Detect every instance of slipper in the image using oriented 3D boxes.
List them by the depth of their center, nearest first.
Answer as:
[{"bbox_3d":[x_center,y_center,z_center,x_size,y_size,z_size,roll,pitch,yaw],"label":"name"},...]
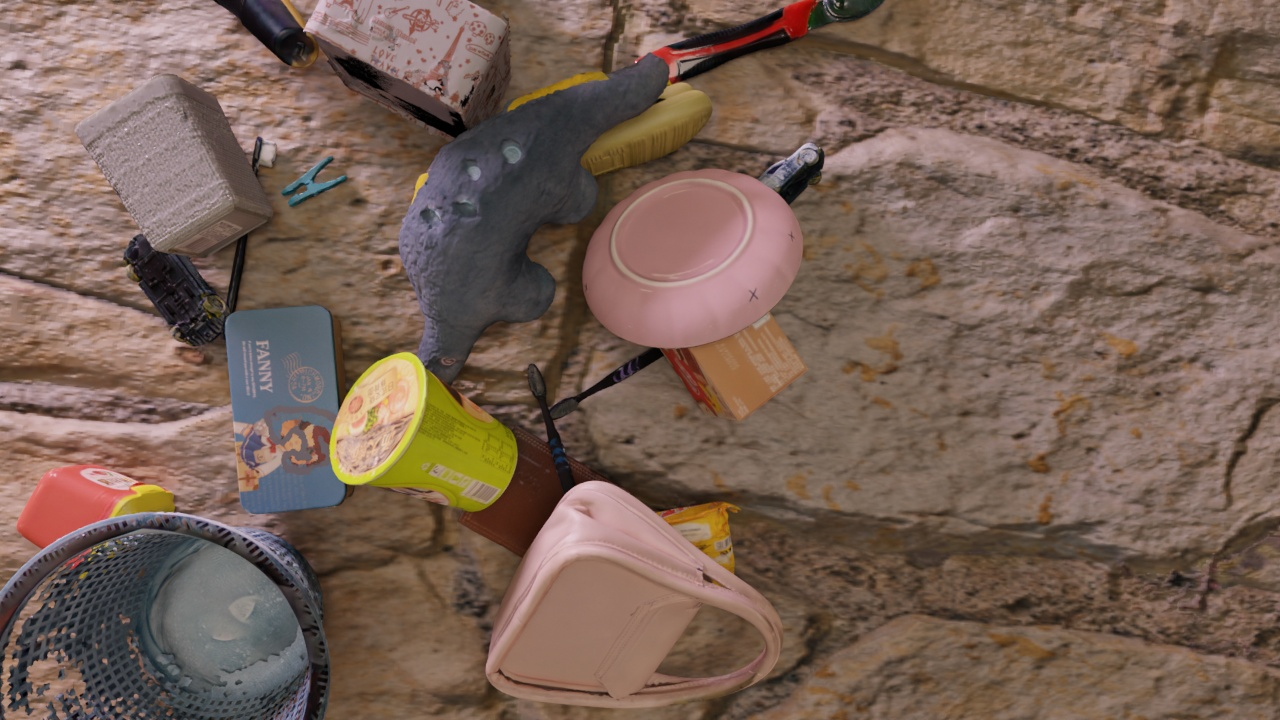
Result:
[{"bbox_3d":[-0.032,-0.208,0.798,0.190,0.091,0.081,-21,90,-4],"label":"slipper"}]

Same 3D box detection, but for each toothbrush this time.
[{"bbox_3d":[-0.339,-0.103,0.790,0.018,0.016,0.181,12,87,-17],"label":"toothbrush"},{"bbox_3d":[-0.068,0.092,0.801,0.014,0.016,0.189,-17,84,-9],"label":"toothbrush"},{"bbox_3d":[-0.005,0.005,0.836,0.189,0.017,0.014,-31,97,-9],"label":"toothbrush"}]

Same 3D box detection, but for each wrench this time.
[{"bbox_3d":[0.121,-0.313,0.855,0.273,0.016,0.056,-26,93,-7],"label":"wrench"}]

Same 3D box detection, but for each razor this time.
[{"bbox_3d":[-0.303,-0.286,0.742,0.167,0.067,0.062,47,118,32],"label":"razor"}]

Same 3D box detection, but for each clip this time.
[{"bbox_3d":[-0.285,-0.154,0.799,0.056,0.014,0.040,-35,94,-6],"label":"clip"}]

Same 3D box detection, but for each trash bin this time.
[{"bbox_3d":[-0.336,0.215,0.697,0.226,0.195,0.226,0,89,-9],"label":"trash bin"}]

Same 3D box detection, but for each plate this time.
[{"bbox_3d":[0.038,-0.097,0.771,0.193,0.039,0.192,-10,52,12],"label":"plate"}]

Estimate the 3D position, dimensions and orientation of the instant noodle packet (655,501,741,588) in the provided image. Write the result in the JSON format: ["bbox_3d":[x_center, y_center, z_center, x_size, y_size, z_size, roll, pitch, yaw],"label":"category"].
[{"bbox_3d":[0.027,0.176,0.815,0.128,0.044,0.111,-9,117,-7],"label":"instant noodle packet"}]

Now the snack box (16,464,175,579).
[{"bbox_3d":[-0.439,0.128,0.738,0.080,0.091,0.082,27,85,0],"label":"snack box"}]

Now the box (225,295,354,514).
[{"bbox_3d":[-0.293,0.035,0.773,0.089,0.061,0.184,-7,92,-9],"label":"box"}]

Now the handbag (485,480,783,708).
[{"bbox_3d":[0.006,0.217,0.757,0.234,0.093,0.194,23,123,-9],"label":"handbag"}]

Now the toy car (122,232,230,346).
[{"bbox_3d":[-0.388,-0.062,0.771,0.049,0.031,0.105,-36,92,13],"label":"toy car"}]

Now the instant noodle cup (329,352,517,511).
[{"bbox_3d":[-0.170,0.068,0.754,0.123,0.112,0.111,35,84,-44],"label":"instant noodle cup"}]

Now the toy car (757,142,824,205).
[{"bbox_3d":[0.133,-0.163,0.845,0.090,0.043,0.034,-44,62,-2],"label":"toy car"}]

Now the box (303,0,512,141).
[{"bbox_3d":[-0.164,-0.291,0.735,0.153,0.182,0.178,28,89,-8],"label":"box"}]

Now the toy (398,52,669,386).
[{"bbox_3d":[-0.115,-0.109,0.735,0.137,0.091,0.357,21,110,-41],"label":"toy"}]

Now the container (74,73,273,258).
[{"bbox_3d":[-0.368,-0.151,0.741,0.090,0.090,0.114,-30,91,3],"label":"container"}]

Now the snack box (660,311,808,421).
[{"bbox_3d":[0.075,-0.007,0.802,0.077,0.094,0.093,-37,99,-11],"label":"snack box"}]

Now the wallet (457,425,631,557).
[{"bbox_3d":[-0.085,0.128,0.817,0.124,0.032,0.101,32,83,-8],"label":"wallet"}]
